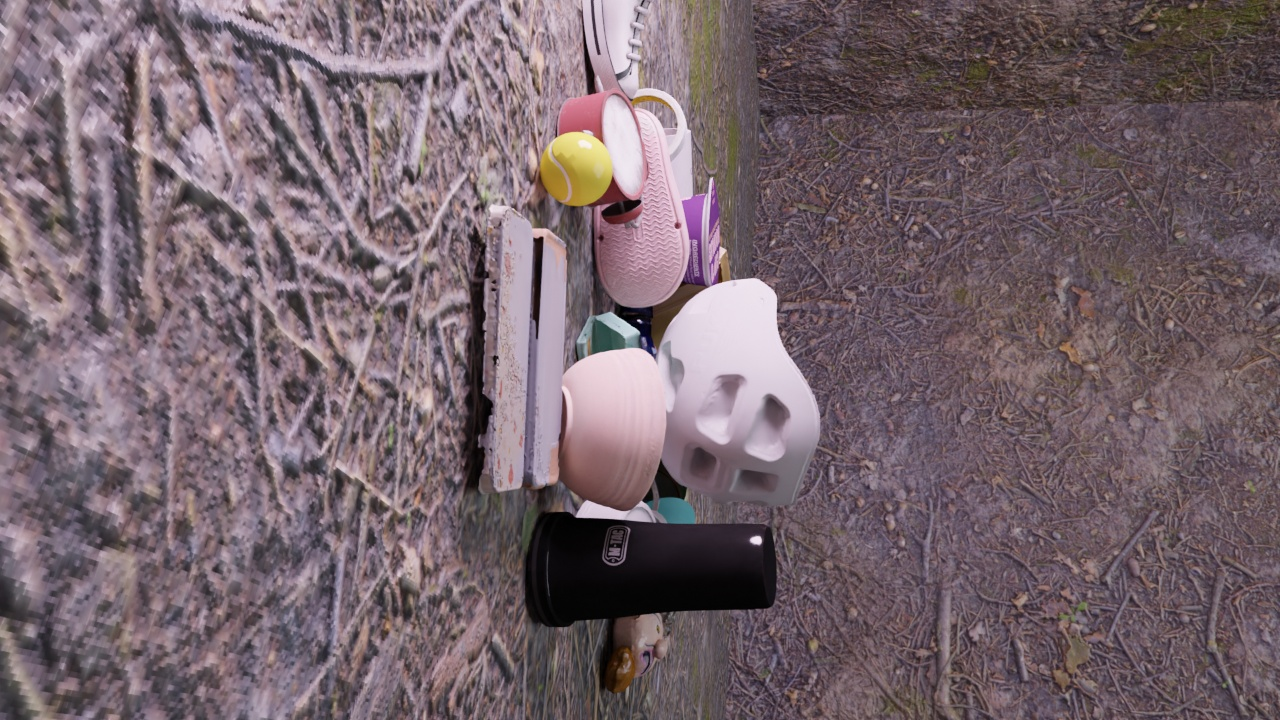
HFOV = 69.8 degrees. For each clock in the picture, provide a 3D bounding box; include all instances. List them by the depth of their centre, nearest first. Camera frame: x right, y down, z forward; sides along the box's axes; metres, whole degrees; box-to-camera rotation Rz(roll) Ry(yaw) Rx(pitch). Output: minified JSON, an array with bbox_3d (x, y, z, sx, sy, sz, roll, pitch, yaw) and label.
[{"bbox_3d":[-0.035,-0.199,0.932,0.157,0.062,0.109,56,35,-48],"label":"clock"},{"bbox_3d":[-0.020,0.186,1.003,0.120,0.061,0.158,63,36,-34],"label":"clock"}]

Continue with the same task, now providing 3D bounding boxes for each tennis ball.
[{"bbox_3d":[-0.058,-0.172,0.826,0.065,0.065,0.065,2,89,-79],"label":"tennis ball"}]

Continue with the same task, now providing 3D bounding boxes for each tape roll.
[{"bbox_3d":[0.007,-0.268,1.069,0.019,0.094,0.094,29,62,-77],"label":"tape roll"}]

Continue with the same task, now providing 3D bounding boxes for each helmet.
[{"bbox_3d":[0.104,0.030,1.061,0.225,0.184,0.281,108,-5,-47],"label":"helmet"}]

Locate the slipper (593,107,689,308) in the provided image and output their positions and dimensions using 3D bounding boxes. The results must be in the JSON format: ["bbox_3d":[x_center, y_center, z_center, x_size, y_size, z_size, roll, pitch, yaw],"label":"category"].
[{"bbox_3d":[-0.001,-0.170,1.027,0.055,0.107,0.221,-35,119,-77],"label":"slipper"}]

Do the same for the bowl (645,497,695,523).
[{"bbox_3d":[0.024,0.230,1.128,0.046,0.121,0.121,-128,-157,-47],"label":"bowl"}]

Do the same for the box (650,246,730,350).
[{"bbox_3d":[0.061,-0.062,1.292,0.249,0.142,0.184,68,32,-62],"label":"box"}]

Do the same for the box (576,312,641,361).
[{"bbox_3d":[-0.044,0.046,1.026,0.077,0.079,0.189,39,-38,49],"label":"box"}]

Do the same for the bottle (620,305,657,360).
[{"bbox_3d":[-0.007,0.007,1.129,0.056,0.056,0.160,15,76,-78],"label":"bottle"}]

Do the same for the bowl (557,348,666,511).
[{"bbox_3d":[-0.043,0.059,0.836,0.153,0.076,0.153,-173,-90,-65],"label":"bowl"}]

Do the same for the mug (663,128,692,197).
[{"bbox_3d":[0.020,-0.254,1.214,0.119,0.083,0.096,-134,-143,-64],"label":"mug"}]

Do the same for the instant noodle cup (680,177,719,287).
[{"bbox_3d":[0.030,-0.155,1.127,0.121,0.122,0.137,-64,153,-65],"label":"instant noodle cup"}]

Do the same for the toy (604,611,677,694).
[{"bbox_3d":[-0.001,0.350,1.165,0.175,0.076,0.133,-57,147,-56],"label":"toy"}]

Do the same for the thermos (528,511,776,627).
[{"bbox_3d":[0.009,0.187,0.831,0.105,0.219,0.106,-4,89,-73],"label":"thermos"}]

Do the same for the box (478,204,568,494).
[{"bbox_3d":[-0.096,-0.004,0.734,0.150,0.043,0.216,18,73,-73],"label":"box"}]

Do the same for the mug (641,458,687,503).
[{"bbox_3d":[0.009,0.183,1.196,0.111,0.085,0.081,-58,175,10],"label":"mug"}]

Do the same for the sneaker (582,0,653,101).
[{"bbox_3d":[-0.006,-0.404,0.983,0.091,0.097,0.245,-50,140,-72],"label":"sneaker"}]
